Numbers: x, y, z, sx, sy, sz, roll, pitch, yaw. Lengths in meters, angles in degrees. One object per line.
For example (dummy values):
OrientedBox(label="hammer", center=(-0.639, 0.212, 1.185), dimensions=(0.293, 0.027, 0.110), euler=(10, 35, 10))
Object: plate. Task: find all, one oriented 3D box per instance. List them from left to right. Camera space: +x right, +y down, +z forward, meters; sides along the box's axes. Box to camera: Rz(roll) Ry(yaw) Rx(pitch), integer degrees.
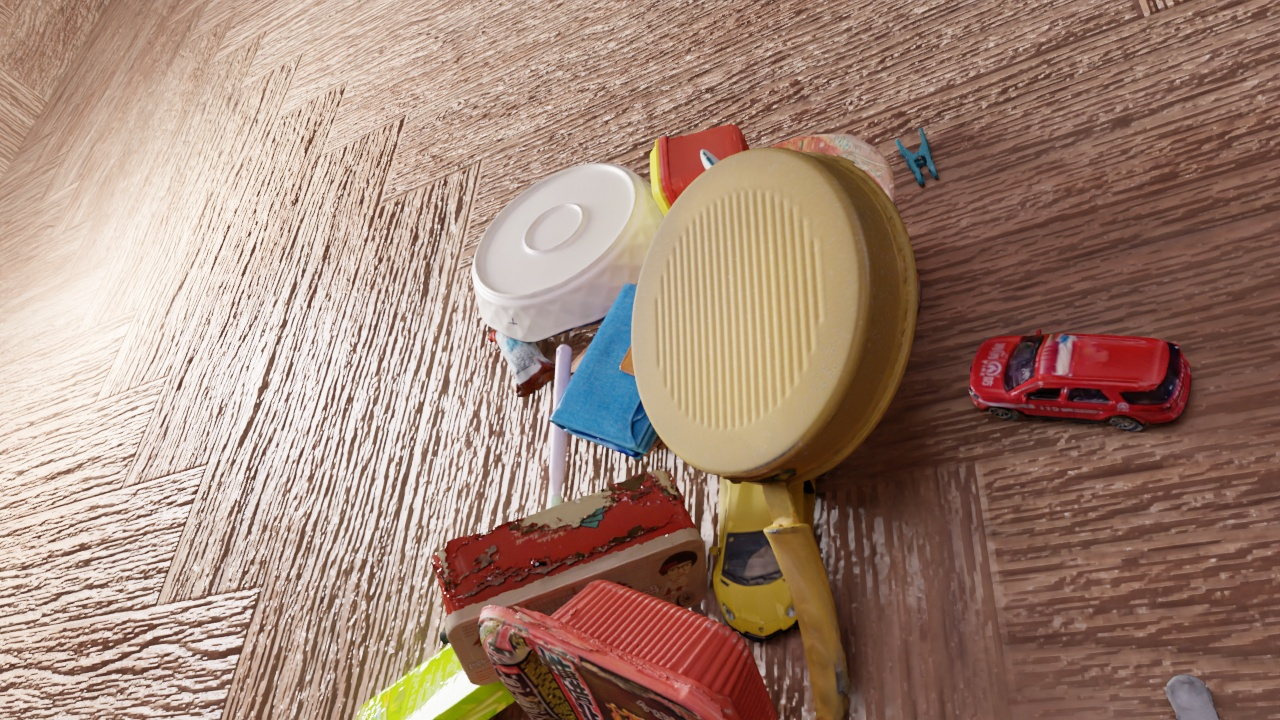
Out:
OrientedBox(label="plate", center=(-0.070, -0.109, 0.851), dimensions=(0.205, 0.045, 0.204), euler=(-18, 43, 18))

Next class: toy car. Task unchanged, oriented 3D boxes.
OrientedBox(label="toy car", center=(0.083, 0.105, 0.605), dimensions=(0.071, 0.041, 0.155), euler=(-12, 55, 30))
OrientedBox(label="toy car", center=(0.256, 0.008, 0.545), dimensions=(0.121, 0.045, 0.052), euler=(0, 59, 39))

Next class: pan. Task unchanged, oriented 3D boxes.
OrientedBox(label="pan", center=(0.082, 0.053, 0.531), dimensions=(0.198, 0.078, 0.357), euler=(-14, 72, 51))

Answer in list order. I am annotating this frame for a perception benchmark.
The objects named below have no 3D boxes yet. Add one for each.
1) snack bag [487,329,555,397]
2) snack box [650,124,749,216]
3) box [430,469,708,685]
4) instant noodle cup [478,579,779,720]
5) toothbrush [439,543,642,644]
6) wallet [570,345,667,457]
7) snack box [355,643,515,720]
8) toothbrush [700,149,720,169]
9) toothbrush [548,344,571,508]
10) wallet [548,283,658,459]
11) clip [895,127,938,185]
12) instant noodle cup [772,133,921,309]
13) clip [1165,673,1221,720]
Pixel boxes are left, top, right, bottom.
OrientedBox(label="snack bag", center=(-0.108, -0.007, 0.836), dimensions=(0.045, 0.026, 0.105), euler=(-31, 45, -5))
OrientedBox(label="snack box", center=(0.059, -0.145, 0.770), dimensions=(0.080, 0.091, 0.081), euler=(-16, 51, 18))
OrientedBox(label="box", center=(-0.047, 0.134, 0.605), dimensions=(0.168, 0.091, 0.078), euler=(-18, 47, -10))
OrientedBox(label="instant noodle cup", center=(0.010, 0.200, 0.522), dimensions=(0.189, 0.165, 0.078), euler=(10, 43, 40))
OrientedBox(label="toothbrush", center=(-0.079, 0.173, 0.692), dimensions=(0.186, 0.017, 0.012), euler=(-29, 49, 16))
OrientedBox(label="wallet", center=(0.004, 0.008, 0.741), dimensions=(0.108, 0.031, 0.132), euler=(-46, 42, -2))
OrientedBox(label="snack box", center=(-0.147, 0.245, 0.660), dimensions=(0.156, 0.026, 0.085), euler=(-37, 17, 9))
OrientedBox(label="toothbrush", center=(0.079, -0.094, 0.608), dimensions=(0.018, 0.016, 0.191), euler=(-29, 46, 3))
OrientedBox(label="toothbrush", center=(-0.069, 0.074, 0.735), dimensions=(0.029, 0.021, 0.188), euler=(-28, 52, 50))
OrientedBox(label="wallet", center=(-0.004, 0.004, 0.702), dimensions=(0.106, 0.040, 0.133), euler=(14, 71, 44))
OrientedBox(label="clip", center=(0.216, -0.158, 0.716), dimensions=(0.041, 0.014, 0.056), euler=(-23, 47, 22))
OrientedBox(label="instant noodle cup", center=(0.123, -0.067, 0.648), dimensions=(0.152, 0.111, 0.151), euler=(-19, 50, 24))
OrientedBox(label="clip", center=(0.266, 0.177, 0.432), dimensions=(0.024, 0.028, 0.056), euler=(-20, 59, 26))
